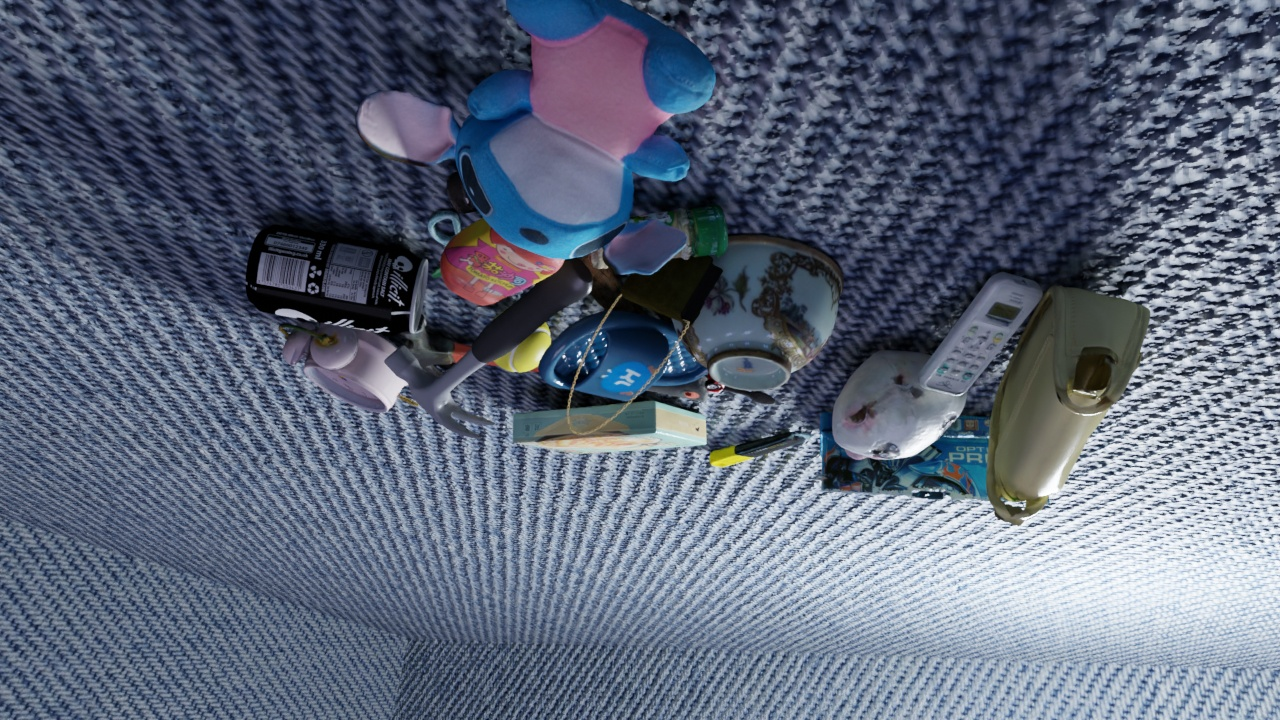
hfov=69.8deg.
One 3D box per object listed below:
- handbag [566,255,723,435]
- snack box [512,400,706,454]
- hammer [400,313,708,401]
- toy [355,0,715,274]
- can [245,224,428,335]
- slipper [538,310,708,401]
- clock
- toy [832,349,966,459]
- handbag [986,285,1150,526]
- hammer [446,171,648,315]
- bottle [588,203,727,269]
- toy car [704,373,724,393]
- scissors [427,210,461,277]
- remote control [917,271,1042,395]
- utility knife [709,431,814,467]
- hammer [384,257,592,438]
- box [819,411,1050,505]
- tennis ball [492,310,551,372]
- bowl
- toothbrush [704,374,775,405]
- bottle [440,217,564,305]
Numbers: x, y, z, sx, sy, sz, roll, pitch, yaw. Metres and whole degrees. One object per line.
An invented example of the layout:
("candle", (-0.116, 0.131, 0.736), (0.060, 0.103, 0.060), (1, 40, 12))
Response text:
("handbag", (-0.005, -0.015, 0.764), (0.084, 0.178, 0.027), (26, 171, 40))
("snack box", (-0.036, 0.083, 1.112), (0.194, 0.044, 0.141), (-7, 166, 27))
("hammer", (-0.090, 0.008, 1.002), (0.333, 0.033, 0.133), (8, 154, 2))
("toy", (-0.056, -0.148, 0.580), (0.224, 0.098, 0.192), (25, 133, -8))
("can", (-0.273, -0.072, 0.834), (0.146, 0.080, 0.080), (10, 155, -8))
("slipper", (-0.005, 0.005, 0.872), (0.213, 0.059, 0.104), (4, 143, -42))
("clock", (-0.320, 0.000, 0.996), (0.117, 0.058, 0.158), (3, 151, 38))
("toy", (0.263, 0.057, 0.947), (0.139, 0.101, 0.180), (-24, 150, 4))
("handbag", (0.371, 0.033, 0.800), (0.088, 0.190, 0.233), (17, 145, 15))
("hammer", (-0.032, -0.076, 0.826), (0.120, 0.033, 0.330), (-7, 152, 24))
("bottle", (0.012, -0.097, 0.726), (0.110, 0.042, 0.043), (-8, 156, -6))
("toy car", (0.090, 0.002, 0.948), (0.025, 0.038, 0.090), (12, 154, -17))
("scissors", (-0.164, -0.099, 0.831), (0.112, 0.012, 0.131), (28, 146, -36))
("remote control", (0.299, -0.023, 0.817), (0.050, 0.022, 0.134), (14, 130, -14))
("utility knife", (0.154, 0.113, 1.187), (0.028, 0.020, 0.174), (23, 152, -33))
("hammer", (-0.137, -0.014, 0.867), (0.125, 0.029, 0.312), (49, 137, -8))
("box", (0.330, 0.123, 1.055), (0.244, 0.113, 0.114), (1, 154, 12))
("tennis ball", (-0.123, -0.021, 0.922), (0.065, 0.065, 0.065), (6, 155, 2))
("bowl", (0.099, -0.030, 0.816), (0.160, 0.093, 0.160), (6, 155, 3))
("toothbrush", (0.068, 0.021, 1.025), (0.188, 0.014, 0.017), (18, 176, -18))
("bottle", (-0.095, -0.090, 0.717), (0.134, 0.048, 0.071), (-22, 144, 38))
